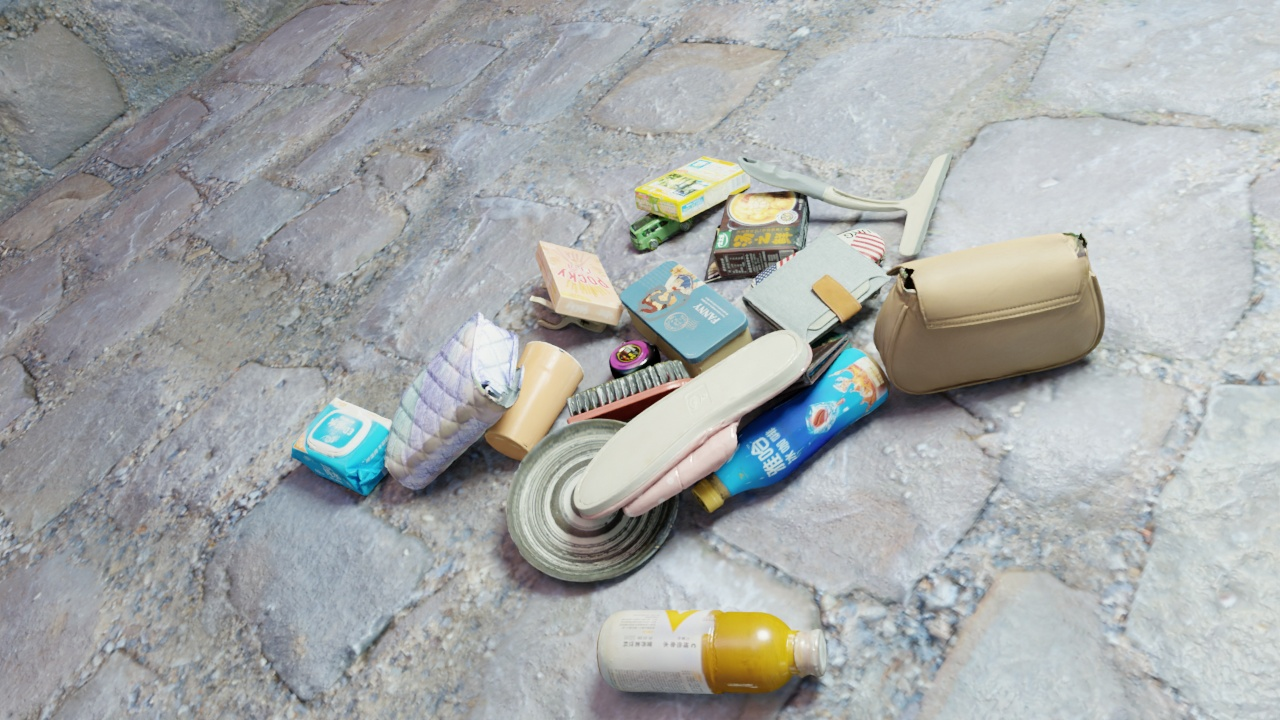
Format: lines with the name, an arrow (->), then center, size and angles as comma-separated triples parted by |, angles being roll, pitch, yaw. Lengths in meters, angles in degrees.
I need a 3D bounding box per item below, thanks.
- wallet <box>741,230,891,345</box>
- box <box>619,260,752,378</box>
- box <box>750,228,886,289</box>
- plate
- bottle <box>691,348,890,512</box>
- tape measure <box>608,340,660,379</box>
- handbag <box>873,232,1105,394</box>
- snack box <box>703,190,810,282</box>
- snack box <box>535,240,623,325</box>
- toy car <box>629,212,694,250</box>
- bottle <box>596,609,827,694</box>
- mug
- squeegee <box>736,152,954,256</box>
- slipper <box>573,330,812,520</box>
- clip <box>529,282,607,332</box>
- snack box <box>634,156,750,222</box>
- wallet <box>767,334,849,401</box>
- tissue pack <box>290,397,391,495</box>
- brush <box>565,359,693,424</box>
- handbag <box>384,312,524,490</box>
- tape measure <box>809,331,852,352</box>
wallet -> 0.192, -0.078, 0.997 | 0.129, 0.037, 0.106 | -37, 53, -12
box -> 0.056, -0.042, 1.064 | 0.089, 0.060, 0.184 | -38, 41, -11
box -> 0.207, -0.100, 1.065 | 0.164, 0.057, 0.071 | -24, 27, 0
plate -> -0.048, 0.143, 0.935 | 0.179, 0.024, 0.179 | -6, 57, 9
bottle -> 0.144, 0.072, 0.901 | 0.218, 0.065, 0.065 | -35, 43, -9
tape measure -> -0.006, 0.006, 1.061 | 0.057, 0.039, 0.057 | 10, 48, 34
handbag -> 0.324, -0.049, 0.868 | 0.204, 0.148, 0.099 | -11, 45, 3
snack box -> 0.143, -0.156, 1.145 | 0.126, 0.053, 0.113 | -1, 48, 19
snack box -> -0.080, -0.100, 1.163 | 0.084, 0.026, 0.157 | 12, 27, -24
toy car -> 0.028, -0.183, 1.237 | 0.091, 0.036, 0.043 | -28, 41, -8
bottle -> 0.059, 0.244, 0.769 | 0.190, 0.068, 0.067 | -6, 46, 21
mug -> -0.126, 0.049, 1.055 | 0.078, 0.078, 0.122 | 8, 57, 32
squeegee -> 0.233, -0.206, 1.113 | 0.247, 0.039, 0.245 | 16, 43, 17
slipper -> 0.053, 0.070, 0.888 | 0.274, 0.054, 0.114 | -37, 24, 4
clip -> -0.097, -0.069, 1.161 | 0.103, 0.092, 0.034 | 4, 48, 43
snack box -> 0.071, -0.233, 1.238 | 0.140, 0.034, 0.087 | -30, 38, -34
wallet -> 0.146, 0.015, 0.936 | 0.123, 0.020, 0.096 | -24, 12, 48
tissue pack -> -0.355, 0.103, 1.118 | 0.140, 0.063, 0.089 | 15, 56, 36
brush -> -0.005, 0.053, 1.003 | 0.146, 0.063, 0.069 | -21, 73, 5
handbag -> -0.208, 0.046, 1.038 | 0.194, 0.075, 0.134 | -41, 32, 34
tape measure -> 0.199, -0.007, 0.983 | 0.058, 0.025, 0.054 | 18, 59, 37
